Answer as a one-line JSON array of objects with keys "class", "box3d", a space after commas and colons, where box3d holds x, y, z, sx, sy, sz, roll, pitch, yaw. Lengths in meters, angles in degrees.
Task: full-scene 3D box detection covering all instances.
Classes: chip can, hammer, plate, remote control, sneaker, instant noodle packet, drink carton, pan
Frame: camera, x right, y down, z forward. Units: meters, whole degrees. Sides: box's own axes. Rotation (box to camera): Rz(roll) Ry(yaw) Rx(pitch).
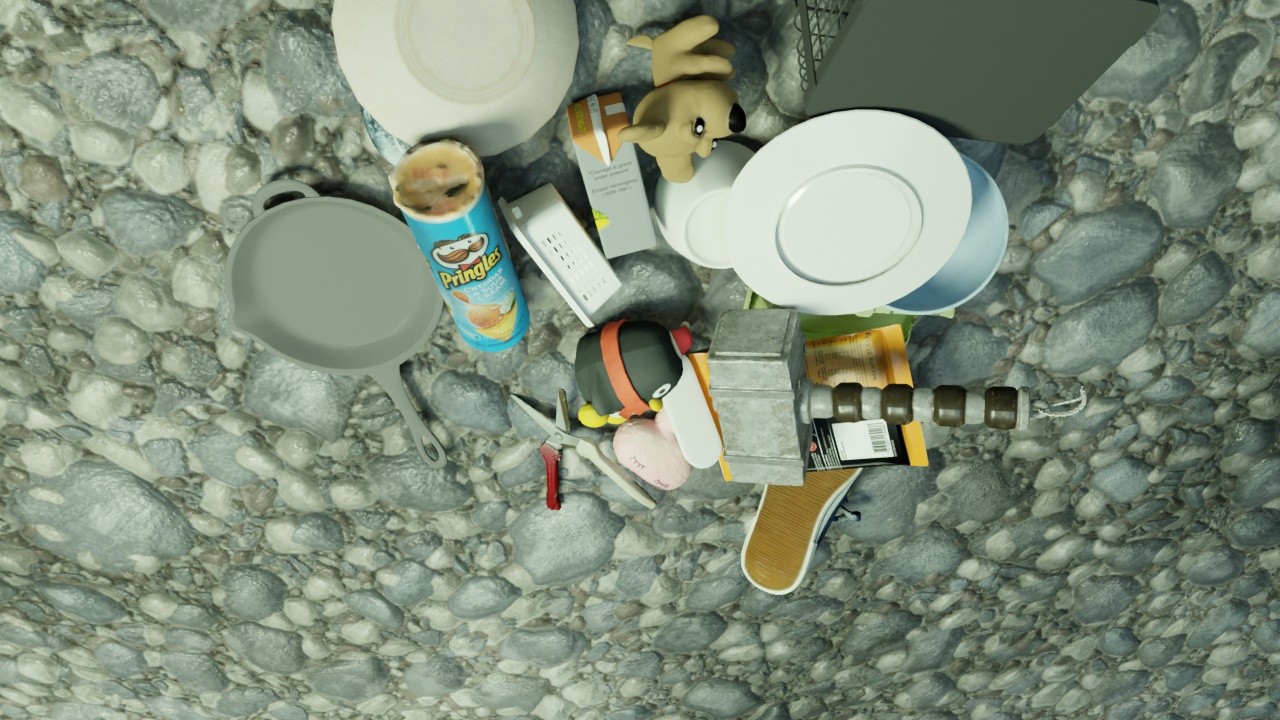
[{"class": "chip can", "box3d": [-0.148, -0.090, 0.787, 0.080, 0.079, 0.230, -10, 154, -2]}, {"class": "hammer", "box3d": [0.227, 0.040, 0.844, 0.327, 0.079, 0.177, 1, 133, 19]}, {"class": "plate", "box3d": [0.174, -0.114, 0.777, 0.208, 0.015, 0.209, 1, 134, 1]}, {"class": "remote control", "box3d": [0.050, 0.053, 0.977, 0.043, 0.013, 0.136, -25, 107, -12]}, {"class": "sneaker", "box3d": [0.212, 0.126, 1.056, 0.121, 0.127, 0.295, 26, 113, 17]}, {"class": "plate", "box3d": [-0.134, -0.250, 0.700, 0.188, 0.027, 0.189, -6, 108, -19]}, {"class": "instant noodle packet", "box3d": [0.173, 0.050, 0.957, 0.221, 0.032, 0.160, -8, 114, 23]}, {"class": "drink carton", "box3d": [-0.024, -0.161, 0.801, 0.048, 0.076, 0.125, -14, 131, 2]}, {"class": "pan", "box3d": [-0.265, -0.023, 0.895, 0.216, 0.024, 0.355, -17, 127, 4]}]

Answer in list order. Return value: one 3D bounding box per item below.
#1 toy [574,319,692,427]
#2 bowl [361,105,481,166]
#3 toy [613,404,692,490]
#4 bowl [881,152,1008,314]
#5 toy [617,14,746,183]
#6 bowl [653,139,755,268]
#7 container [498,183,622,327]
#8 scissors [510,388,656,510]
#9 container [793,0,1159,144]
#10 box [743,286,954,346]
[{"class": "toy", "box3d": [-0.005, 0.005, 0.909, 0.119, 0.099, 0.097, -20, 173, 20]}, {"class": "bowl", "box3d": [-0.175, -0.197, 0.758, 0.114, 0.060, 0.114, -3, 127, -5]}, {"class": "toy", "box3d": [0.027, 0.090, 1.012, 0.108, 0.053, 0.105, 36, 99, -27]}, {"class": "bowl", "box3d": [0.262, -0.123, 0.855, 0.151, 0.074, 0.151, 5, 105, 19]}, {"class": "toy", "box3d": [0.034, -0.212, 0.735, 0.106, 0.134, 0.108, 4, 87, 21]}, {"class": "bowl", "box3d": [0.072, -0.135, 0.838, 0.116, 0.065, 0.116, -4, 127, -6]}, {"class": "container", "box3d": [-0.069, -0.101, 0.837, 0.049, 0.080, 0.129, -35, 125, 3]}, {"class": "scissors", "box3d": [-0.063, 0.112, 1.004, 0.179, 0.015, 0.199, 20, 134, 10]}, {"class": "container", "box3d": [0.240, -0.275, 0.695, 0.241, 0.130, 0.163, 4, 157, -12]}, {"class": "box", "box3d": [0.202, -0.054, 0.924, 0.188, 0.064, 0.130, 1, 168, -8]}]
